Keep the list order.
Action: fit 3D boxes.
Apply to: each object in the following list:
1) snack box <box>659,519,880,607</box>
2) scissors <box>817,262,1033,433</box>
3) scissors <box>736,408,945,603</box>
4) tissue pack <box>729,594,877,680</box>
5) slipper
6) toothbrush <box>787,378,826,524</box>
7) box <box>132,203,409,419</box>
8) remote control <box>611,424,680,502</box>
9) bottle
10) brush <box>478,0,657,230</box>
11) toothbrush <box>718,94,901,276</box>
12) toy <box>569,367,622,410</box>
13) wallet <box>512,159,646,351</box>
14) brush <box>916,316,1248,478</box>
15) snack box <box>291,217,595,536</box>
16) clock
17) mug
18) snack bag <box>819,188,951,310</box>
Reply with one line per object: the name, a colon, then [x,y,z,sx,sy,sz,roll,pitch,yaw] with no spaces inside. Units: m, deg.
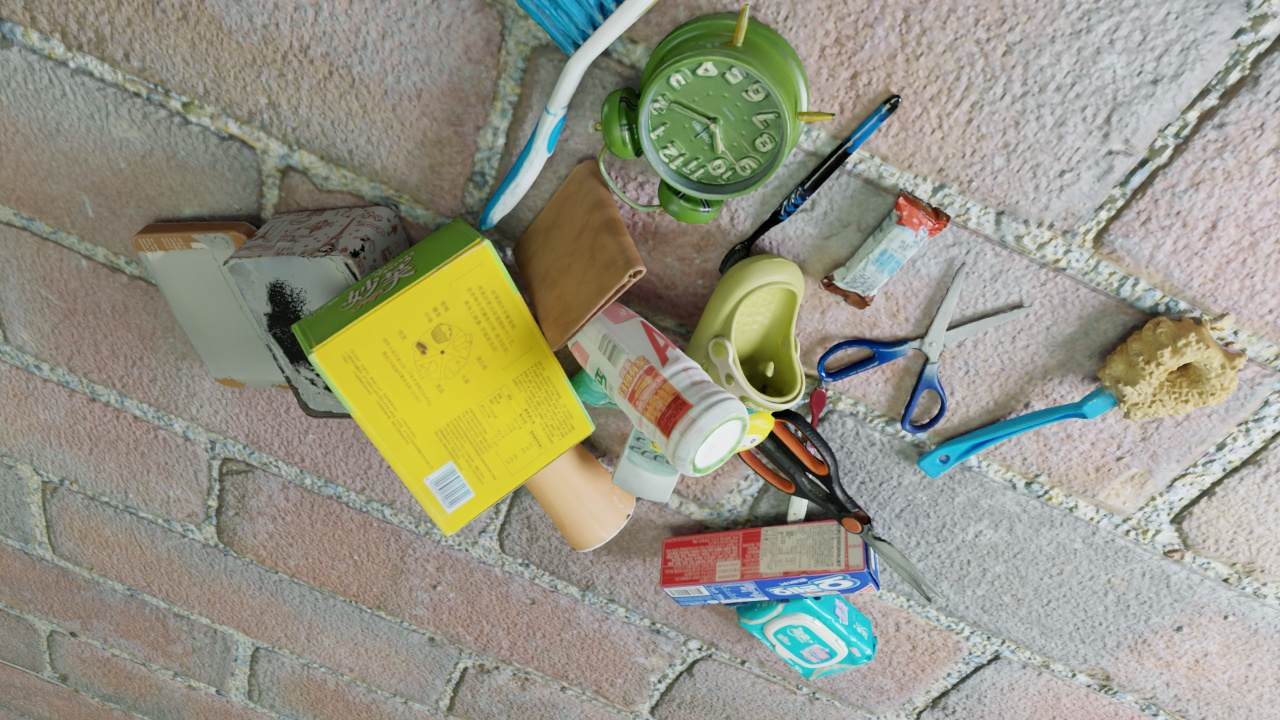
snack box: [0.123,0.197,0.883,0.208,0.058,0.057,-11,141,24]
scissors: [0.221,-0.005,0.728,0.175,0.012,0.162,-5,126,18]
scissors: [0.172,0.133,0.811,0.149,0.021,0.235,-10,118,50]
tissue pack: [0.168,0.269,0.944,0.133,0.050,0.093,41,128,-18]
slipper: [0.081,0.010,0.716,0.091,0.081,0.191,-3,128,-25]
toothbrush: [0.149,0.088,0.823,0.016,0.017,0.188,6,132,6]
box: [-0.314,-0.040,0.814,0.260,0.082,0.177,2,129,20]
remote control: [0.021,0.061,0.804,0.056,0.019,0.135,21,111,-4]
bottle: [-0.004,0.004,0.705,0.197,0.068,0.068,43,141,32]
brush: [-0.050,-0.205,0.605,0.109,0.060,0.316,46,129,-14]
toothbrush: [0.117,-0.119,0.659,0.014,0.016,0.190,32,129,-18]
toy: [-0.030,0.020,0.803,0.096,0.030,0.092,27,150,-16]
wallet: [-0.051,-0.078,0.696,0.020,0.101,0.116,-1,151,-44]
brush: [0.332,0.039,0.720,0.083,0.045,0.255,40,132,-22]
snack box: [-0.150,0.016,0.738,0.157,0.070,0.210,-36,125,-13]
clock: [0.040,-0.157,0.622,0.162,0.056,0.116,-31,114,34]
mug: [-0.072,0.112,0.869,0.078,0.078,0.123,-26,113,32]
snack bag: [0.177,-0.077,0.670,0.045,0.026,0.106,23,133,-16]
